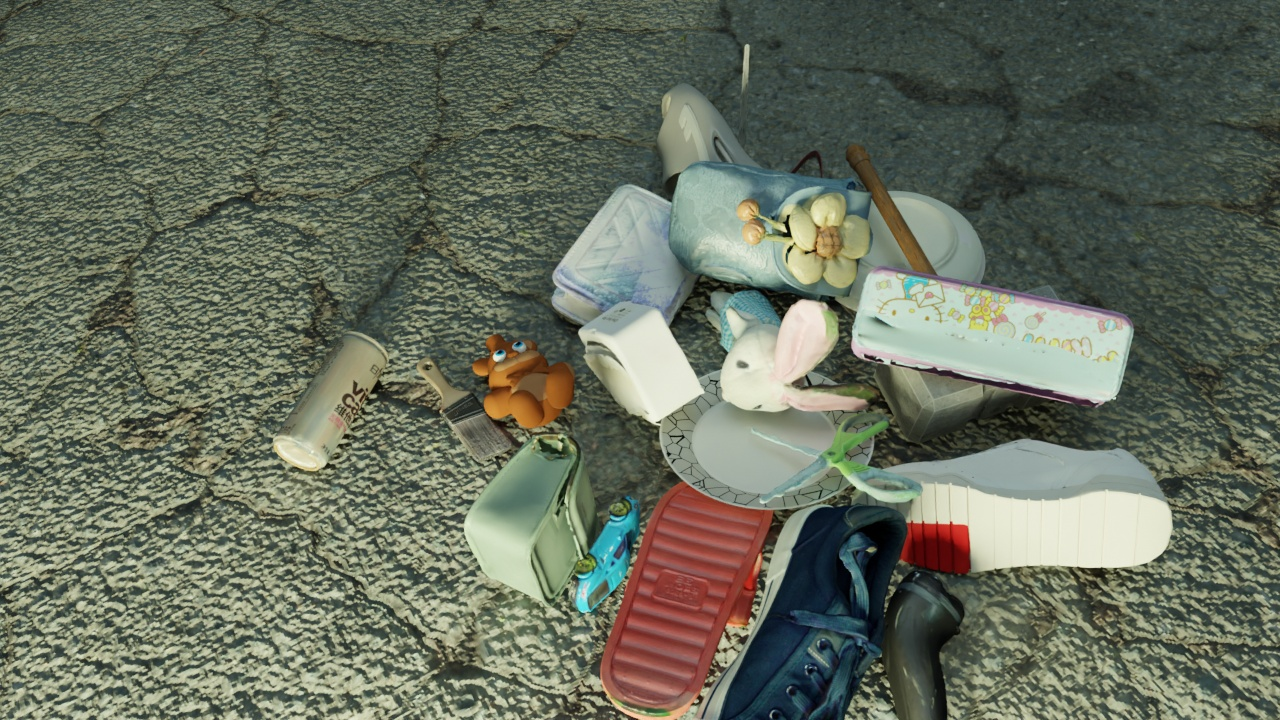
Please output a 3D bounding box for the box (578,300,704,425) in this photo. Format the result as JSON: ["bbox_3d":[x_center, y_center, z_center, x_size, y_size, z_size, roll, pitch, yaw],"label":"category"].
[{"bbox_3d":[-0.015,0.011,0.839,0.091,0.102,0.107,-32,17,-13],"label":"box"}]

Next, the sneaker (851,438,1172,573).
[{"bbox_3d":[0.297,0.107,0.761,0.237,0.090,0.104,-4,28,15],"label":"sneaker"}]

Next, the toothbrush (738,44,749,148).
[{"bbox_3d":[0.108,-0.259,0.992,0.010,0.182,0.010,-24,51,-18],"label":"toothbrush"}]

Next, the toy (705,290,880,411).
[{"bbox_3d":[0.105,-0.011,0.842,0.105,0.131,0.205,-38,34,-8],"label":"toy"}]

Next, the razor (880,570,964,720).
[{"bbox_3d":[0.215,0.230,0.688,0.064,0.053,0.140,2,55,6],"label":"razor"}]

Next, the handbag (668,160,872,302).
[{"bbox_3d":[0.120,-0.125,0.867,0.192,0.122,0.118,14,15,6],"label":"handbag"}]

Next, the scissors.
[{"bbox_3d":[0.158,0.080,0.756,0.171,0.021,0.172,-28,35,-36],"label":"scissors"}]

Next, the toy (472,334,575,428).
[{"bbox_3d":[-0.115,0.012,0.888,0.094,0.065,0.127,-24,48,-20],"label":"toy"}]

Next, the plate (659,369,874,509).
[{"bbox_3d":[0.112,0.069,0.826,0.188,0.016,0.188,-3,39,2],"label":"plate"}]

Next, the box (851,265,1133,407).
[{"bbox_3d":[0.285,-0.019,0.760,0.214,0.065,0.078,13,75,10],"label":"box"}]

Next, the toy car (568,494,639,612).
[{"bbox_3d":[-0.024,0.162,0.769,0.032,0.048,0.105,19,56,20],"label":"toy car"}]

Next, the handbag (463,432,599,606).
[{"bbox_3d":[-0.079,0.132,0.752,0.067,0.122,0.105,22,58,21],"label":"handbag"}]

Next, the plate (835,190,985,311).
[{"bbox_3d":[0.269,-0.121,0.961,0.182,0.034,0.182,-3,53,4],"label":"plate"}]

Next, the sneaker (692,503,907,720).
[{"bbox_3d":[0.125,0.216,0.641,0.120,0.128,0.293,43,55,-17],"label":"sneaker"}]

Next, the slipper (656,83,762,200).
[{"bbox_3d":[0.073,-0.197,1.002,0.080,0.113,0.265,-27,61,-11],"label":"slipper"}]

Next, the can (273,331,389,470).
[{"bbox_3d":[-0.300,0.039,0.893,0.054,0.054,0.135,12,55,16],"label":"can"}]

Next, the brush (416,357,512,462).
[{"bbox_3d":[-0.178,0.045,0.900,0.038,0.012,0.151,-33,56,-17],"label":"brush"}]

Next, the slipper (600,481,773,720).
[{"bbox_3d":[0.039,0.186,0.737,0.103,0.059,0.248,13,40,18],"label":"slipper"}]

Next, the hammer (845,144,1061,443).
[{"bbox_3d":[0.269,-0.092,0.880,0.162,0.083,0.317,-17,61,-6],"label":"hammer"}]

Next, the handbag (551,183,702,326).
[{"bbox_3d":[-0.004,-0.093,0.956,0.126,0.069,0.158,29,60,9],"label":"handbag"}]

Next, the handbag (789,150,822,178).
[{"bbox_3d":[0.186,-0.201,1.041,0.055,0.029,0.119,14,51,15],"label":"handbag"}]
